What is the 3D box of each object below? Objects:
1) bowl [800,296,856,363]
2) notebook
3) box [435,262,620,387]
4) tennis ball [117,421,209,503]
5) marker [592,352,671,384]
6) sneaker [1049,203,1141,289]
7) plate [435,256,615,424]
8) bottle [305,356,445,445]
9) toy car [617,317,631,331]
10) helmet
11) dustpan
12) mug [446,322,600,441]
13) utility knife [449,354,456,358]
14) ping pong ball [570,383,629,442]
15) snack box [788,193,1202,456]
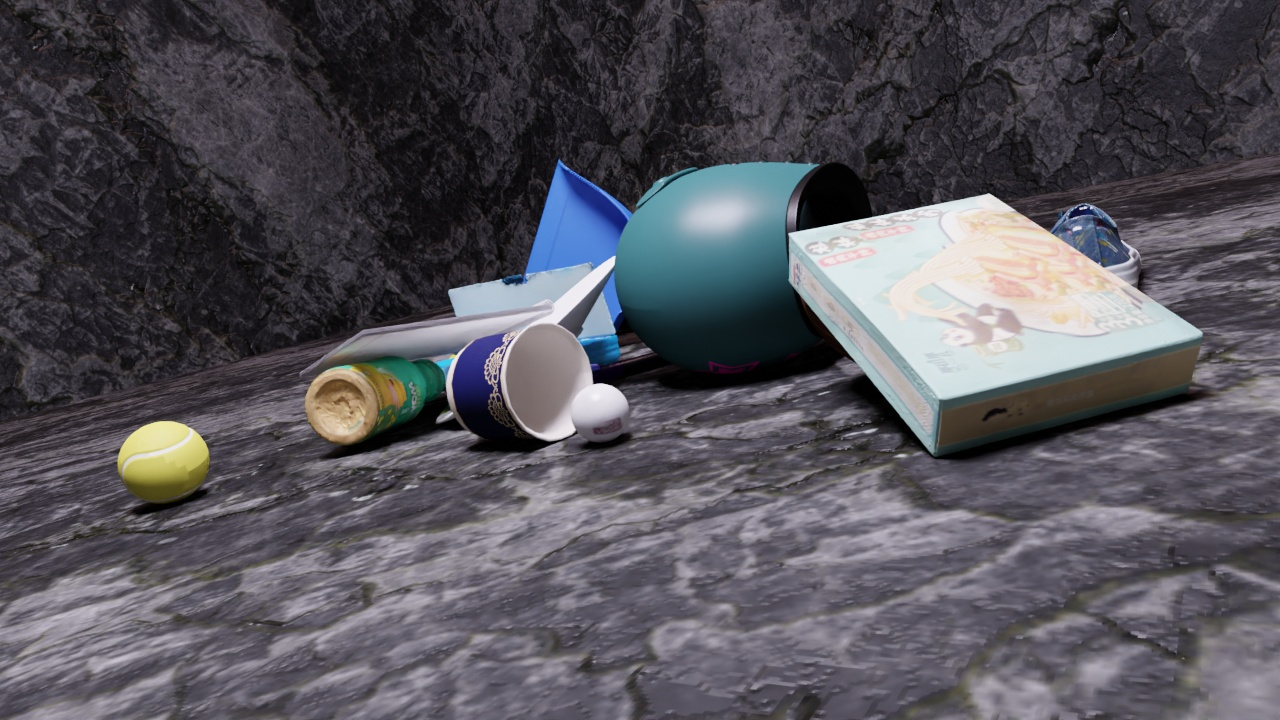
[{"bbox_3d":[0.182,-0.030,0.628,0.147,0.069,0.147,-5,35,3],"label":"bowl"},{"bbox_3d":[-0.211,-0.018,0.881,0.177,0.013,0.246,-11,-3,-33],"label":"notebook"},{"bbox_3d":[-0.148,-0.036,1.030,0.244,0.115,0.093,-5,9,38],"label":"box"},{"bbox_3d":[-0.380,0.081,0.732,0.065,0.065,0.065,-12,8,2],"label":"tennis ball"},{"bbox_3d":[-0.005,0.005,0.898,0.133,0.015,0.018,-15,37,-20],"label":"marker"},{"bbox_3d":[0.408,-0.106,0.836,0.088,0.079,0.235,-8,9,24],"label":"sneaker"},{"bbox_3d":[-0.097,-0.011,0.860,0.229,0.030,0.229,-41,10,8],"label":"plate"},{"bbox_3d":[-0.239,0.030,0.872,0.068,0.068,0.209,-11,4,8],"label":"bottle"},{"bbox_3d":[0.015,-0.083,1.294,0.191,0.094,0.071,-15,39,-31],"label":"toy car"},{"bbox_3d":[0.084,-0.092,0.823,0.201,0.176,0.273,-5,20,31],"label":"helmet"},{"bbox_3d":[-0.031,-0.090,1.118,0.258,0.246,0.059,21,13,14],"label":"dustpan"},{"bbox_3d":[-0.089,0.017,0.702,0.089,0.085,0.111,-8,4,42],"label":"mug"},{"bbox_3d":[-0.163,-0.004,1.144,0.173,0.029,0.020,-7,15,23],"label":"utility knife"},{"bbox_3d":[-0.028,0.036,0.627,0.040,0.040,0.040,-12,8,2],"label":"ping pong ball"},{"bbox_3d":[0.186,-0.031,0.525,0.141,0.044,0.193,-12,34,-8],"label":"snack box"}]
